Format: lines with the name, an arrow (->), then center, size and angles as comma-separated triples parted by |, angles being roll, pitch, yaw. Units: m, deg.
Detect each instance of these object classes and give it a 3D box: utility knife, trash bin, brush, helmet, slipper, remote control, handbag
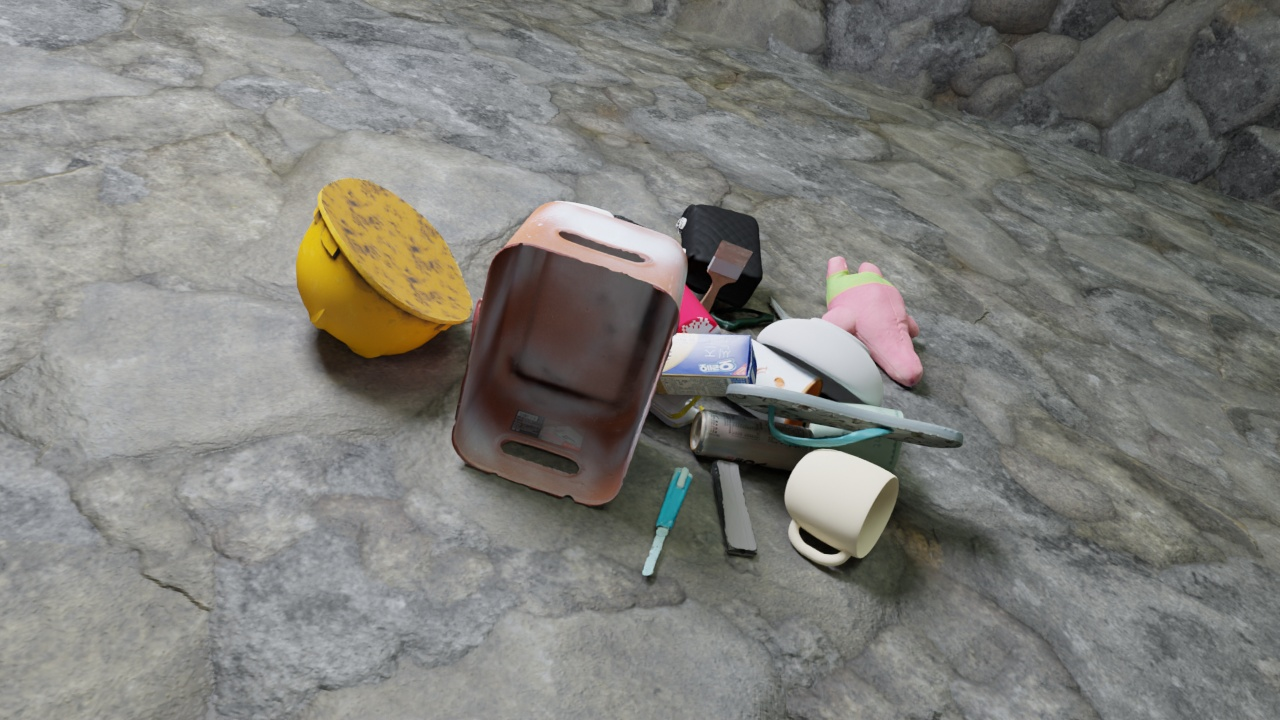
utility knife -> 0.025, 0.161, 0.939 | 0.022, 0.015, 0.176 | 22, 31, 6
trash bin -> -0.066, -0.014, 0.932 | 0.181, 0.260, 0.157 | 18, 30, 0
brush -> 0.099, -0.096, 1.247 | 0.045, 0.143, 0.008 | 19, 32, -14
helmet -> -0.308, -0.086, 1.037 | 0.205, 0.131, 0.255 | 39, 16, -28
slipper -> 0.219, 0.079, 1.015 | 0.268, 0.054, 0.098 | 12, -10, -5
remote control -> 0.099, 0.157, 0.986 | 0.033, 0.013, 0.136 | 10, 35, -11
handbag -> 0.105, -0.148, 1.355 | 0.125, 0.115, 0.153 | 19, 45, -13

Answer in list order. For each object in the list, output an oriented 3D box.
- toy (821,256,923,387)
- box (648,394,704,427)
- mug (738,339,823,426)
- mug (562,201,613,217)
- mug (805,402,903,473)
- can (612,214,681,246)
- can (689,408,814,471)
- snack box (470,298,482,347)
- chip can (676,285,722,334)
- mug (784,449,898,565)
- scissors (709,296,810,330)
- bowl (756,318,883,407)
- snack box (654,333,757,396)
toy -> 0.353, -0.055, 1.370 | 0.191, 0.097, 0.236 | 2, 50, -29
box -> -0.009, 0.004, 1.134 | 0.067, 0.070, 0.210 | -35, 57, -29
mug -> 0.161, 0.032, 1.141 | 0.105, 0.082, 0.082 | 33, 35, 24
mug -> -0.100, -0.193, 1.371 | 0.087, 0.081, 0.114 | -1, 5, -38
mug -> 0.249, 0.103, 1.091 | 0.104, 0.084, 0.111 | 11, 60, 3
can -> 0.003, -0.176, 1.405 | 0.138, 0.054, 0.053 | 29, 34, 16
can -> 0.128, 0.093, 1.059 | 0.135, 0.054, 0.054 | 11, 33, -12
snack box -> -0.137, -0.032, 1.100 | 0.121, 0.072, 0.072 | 7, 34, -19
chip can -> 0.043, -0.068, 1.210 | 0.069, 0.069, 0.220 | 7, 24, -18
mug -> 0.201, 0.155, 0.973 | 0.100, 0.096, 0.120 | 25, 73, 31
scissors -> 0.203, -0.039, 1.335 | 0.203, 0.015, 0.201 | 0, 36, -25
bowl -> 0.238, -0.005, 1.167 | 0.176, 0.066, 0.176 | 33, -3, 2
snack box -> 0.029, 0.003, 1.061 | 0.207, 0.056, 0.057 | 1, 64, 14
